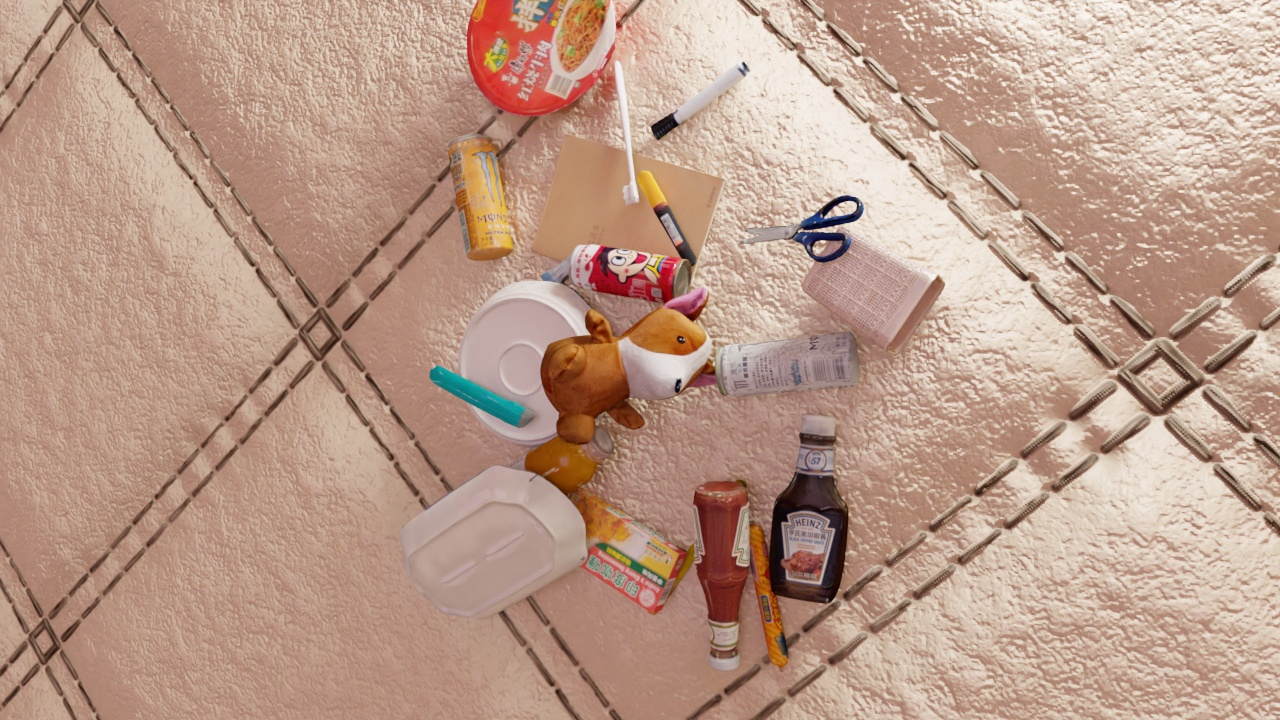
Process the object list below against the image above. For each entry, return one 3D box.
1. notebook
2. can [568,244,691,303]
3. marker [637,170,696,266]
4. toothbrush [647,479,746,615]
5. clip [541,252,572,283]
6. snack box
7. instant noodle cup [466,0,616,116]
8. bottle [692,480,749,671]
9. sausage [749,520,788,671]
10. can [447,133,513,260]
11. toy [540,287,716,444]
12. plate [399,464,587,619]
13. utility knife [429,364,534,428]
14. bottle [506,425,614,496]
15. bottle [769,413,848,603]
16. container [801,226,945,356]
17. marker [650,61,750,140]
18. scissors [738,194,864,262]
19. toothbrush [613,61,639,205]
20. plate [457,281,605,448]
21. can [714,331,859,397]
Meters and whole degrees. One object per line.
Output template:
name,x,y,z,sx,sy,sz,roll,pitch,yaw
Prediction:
notebook,-0.018,-0.168,1.077,0.212,0.012,0.149,21,98,20
can,-0.012,-0.098,1.041,0.133,0.053,0.053,12,93,22
marker,0.031,-0.161,1.044,0.018,0.015,0.124,-31,83,21
toothbrush,0.062,0.212,1.035,0.016,0.016,0.190,37,102,17
clip,-0.090,-0.108,1.093,0.058,0.045,0.027,-35,80,19
snack box,-0.028,0.216,1.057,0.156,0.027,0.077,27,99,26
instant noodle cup,-0.108,-0.377,1.087,0.194,0.065,0.194,-1,88,22
bottle,0.089,0.235,0.996,0.060,0.059,0.206,2,100,21
sausage,0.138,0.257,1.002,0.021,0.021,0.165,-13,85,21
can,-0.196,-0.198,1.122,0.058,0.058,0.146,-13,84,21
toy,-0.006,0.006,0.986,0.130,0.199,0.140,-133,30,-53
plate,-0.181,0.224,1.070,0.266,0.034,0.162,-34,104,29
utility knife,-0.188,0.042,1.084,0.151,0.012,0.029,25,103,20
bottle,-0.112,0.134,1.064,0.190,0.067,0.068,-33,77,27
bottle,0.182,0.155,0.976,0.080,0.044,0.195,5,90,21
container,0.235,-0.073,0.936,0.111,0.089,0.090,36,101,21
marker,0.067,-0.295,1.040,0.131,0.022,0.018,-33,71,19
scissors,0.166,-0.143,0.957,0.125,0.012,0.173,-53,33,13
toothbrush,-0.020,-0.265,1.066,0.016,0.016,0.180,-11,77,22
plate,-0.131,0.008,1.087,0.205,0.045,0.205,3,98,22
can,0.157,0.005,0.979,0.147,0.058,0.058,-6,87,21
